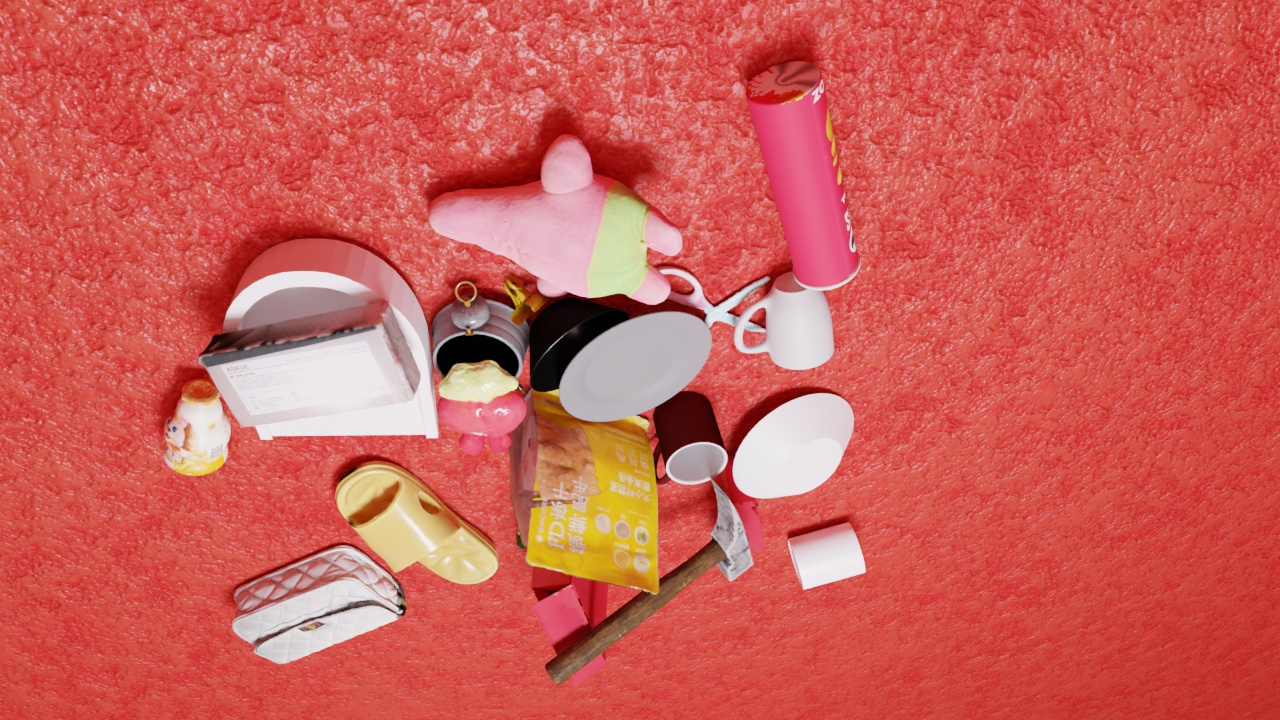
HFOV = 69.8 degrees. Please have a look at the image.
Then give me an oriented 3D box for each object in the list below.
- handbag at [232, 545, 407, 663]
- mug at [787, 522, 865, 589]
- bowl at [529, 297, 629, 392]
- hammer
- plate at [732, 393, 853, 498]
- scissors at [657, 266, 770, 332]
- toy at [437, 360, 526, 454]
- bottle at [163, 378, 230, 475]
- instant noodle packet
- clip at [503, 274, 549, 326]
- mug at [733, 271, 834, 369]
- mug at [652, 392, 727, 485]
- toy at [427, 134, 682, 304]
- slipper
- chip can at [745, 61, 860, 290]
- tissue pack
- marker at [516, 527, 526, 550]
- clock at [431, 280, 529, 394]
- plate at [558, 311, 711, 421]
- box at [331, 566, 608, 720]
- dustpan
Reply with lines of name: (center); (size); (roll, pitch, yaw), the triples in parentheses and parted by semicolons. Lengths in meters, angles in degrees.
handbag: (-0.423, 0.328, 1.200); (0.195, 0.072, 0.139); (-23, 134, 9)
mug: (0.267, 0.285, 1.326); (0.090, 0.073, 0.110); (-16, 159, 2)
bowl: (-0.076, -0.028, 0.948); (0.124, 0.052, 0.124); (-34, 161, -14)
hammer: (0.003, 0.279, 1.112); (0.300, 0.037, 0.218); (-35, 145, -11)
plate: (0.202, 0.121, 1.147); (0.173, 0.036, 0.174); (-15, 132, -17)
scissors: (0.061, -0.052, 0.998); (0.171, 0.013, 0.175); (-33, 131, 18)
toy: (-0.163, 0.051, 0.952); (0.091, 0.045, 0.135); (-4, 136, -1)
bottle: (-0.462, 0.069, 0.957); (0.063, 0.063, 0.109); (9, 129, -20)
instant noodle packet: (-0.061, 0.149, 1.015); (0.163, 0.221, 0.084); (22, 127, -28)
clip: (-0.118, -0.063, 0.929); (0.048, 0.054, 0.046); (7, 111, 11)
mug: (0.152, -0.043, 0.990); (0.107, 0.071, 0.089); (-11, 125, 3)
mug: (0.047, 0.101, 1.089); (0.073, 0.082, 0.106); (28, 121, -33)
toy: (-0.080, -0.120, 0.856); (0.236, 0.096, 0.192); (11, 138, -4)
slipper: (-0.273, 0.222, 1.134); (0.100, 0.078, 0.263); (-29, 132, 17)
chip can: (0.158, -0.170, 0.872); (0.069, 0.069, 0.221); (-20, 133, 6)
tissue pack: (-0.306, 0.005, 0.871); (0.181, 0.071, 0.104); (-12, 127, 6)
marker: (-0.149, 0.192, 1.174); (0.017, 0.017, 0.147); (-2, 133, -11)
clock: (-0.167, -0.024, 0.942); (0.104, 0.056, 0.148); (-2, 138, 1)
plate: (-0.006, 0.006, 0.998); (0.178, 0.012, 0.179); (-19, 146, -13)
box: (-0.183, 0.353, 1.159); (0.373, 0.148, 0.213); (-33, 138, -17)
dustpan: (-0.311, 0.001, 0.922); (0.191, 0.053, 0.258); (0, 131, -6)
